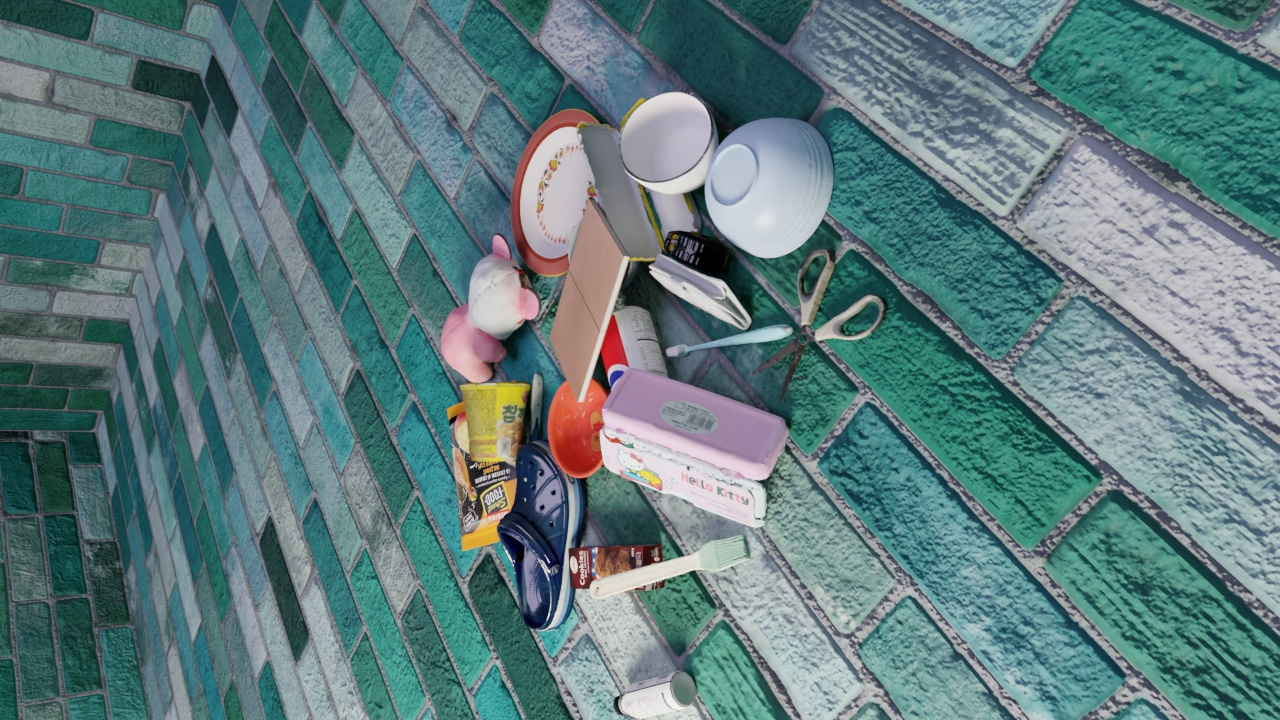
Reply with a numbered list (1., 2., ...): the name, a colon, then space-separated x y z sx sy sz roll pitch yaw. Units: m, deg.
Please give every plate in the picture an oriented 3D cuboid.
1. plate: -0.105 -0.229 1.264 0.230 0.021 0.229 -6 82 47

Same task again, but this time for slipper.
1. slipper: -0.136 0.231 1.203 0.105 0.095 0.252 -2 88 50

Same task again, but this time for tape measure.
1. tape measure: 0.066 -0.124 1.030 0.063 0.067 0.038 34 108 45

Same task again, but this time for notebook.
1. notebook: -0.067 -0.073 1.121 0.141 0.008 0.210 -118 39 -47

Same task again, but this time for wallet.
1. wallet: 0.064 -0.073 1.019 0.116 0.086 0.032 30 84 47

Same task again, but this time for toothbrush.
1. toothbrush: 0.097 -0.021 1.026 0.181 0.016 0.016 -11 86 46
2. toothbrush: -0.151 0.110 1.279 0.017 0.016 0.189 -5 79 51

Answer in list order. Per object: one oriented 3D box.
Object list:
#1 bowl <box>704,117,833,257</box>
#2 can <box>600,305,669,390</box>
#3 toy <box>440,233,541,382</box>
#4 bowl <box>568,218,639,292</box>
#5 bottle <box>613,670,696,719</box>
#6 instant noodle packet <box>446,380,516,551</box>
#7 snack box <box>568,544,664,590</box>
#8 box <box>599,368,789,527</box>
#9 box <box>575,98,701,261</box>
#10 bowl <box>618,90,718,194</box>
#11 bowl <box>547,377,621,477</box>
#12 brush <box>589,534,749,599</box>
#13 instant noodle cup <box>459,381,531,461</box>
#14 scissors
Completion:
1. bowl: 0.121 -0.188 0.971 0.151 0.074 0.150 -5 83 48
2. can: -0.006 0.006 1.096 0.070 0.070 0.132 -36 61 40
3. toy: -0.221 -0.070 1.330 0.214 0.084 0.141 -44 56 40
4. bowl: -0.040 -0.135 1.159 0.106 0.039 0.106 10 106 38
5. bottle: 0.012 0.390 1.061 0.116 0.041 0.041 -33 63 41
6. instant noodle packet: -0.222 0.155 1.345 0.160 0.032 0.220 -22 71 37
7. snack box: -0.032 0.254 1.129 0.141 0.031 0.051 -14 76 46
8. box: 0.057 0.096 1.003 0.202 0.103 0.100 18 57 24
9. box: -0.006 -0.224 1.113 0.084 0.080 0.210 -41 58 43
10. bowl: 0.039 -0.242 1.052 0.116 0.065 0.116 -7 72 22
11. bowl: -0.062 0.083 1.168 0.131 0.045 0.130 -6 82 47
12. brush: 0.027 0.239 1.044 0.218 0.012 0.033 -23 67 29
13. instant noodle cup: -0.200 0.084 1.268 0.102 0.102 0.108 -5 85 48
14. scissors: 0.178 -0.037 0.933 0.158 0.012 0.169 -8 77 44
